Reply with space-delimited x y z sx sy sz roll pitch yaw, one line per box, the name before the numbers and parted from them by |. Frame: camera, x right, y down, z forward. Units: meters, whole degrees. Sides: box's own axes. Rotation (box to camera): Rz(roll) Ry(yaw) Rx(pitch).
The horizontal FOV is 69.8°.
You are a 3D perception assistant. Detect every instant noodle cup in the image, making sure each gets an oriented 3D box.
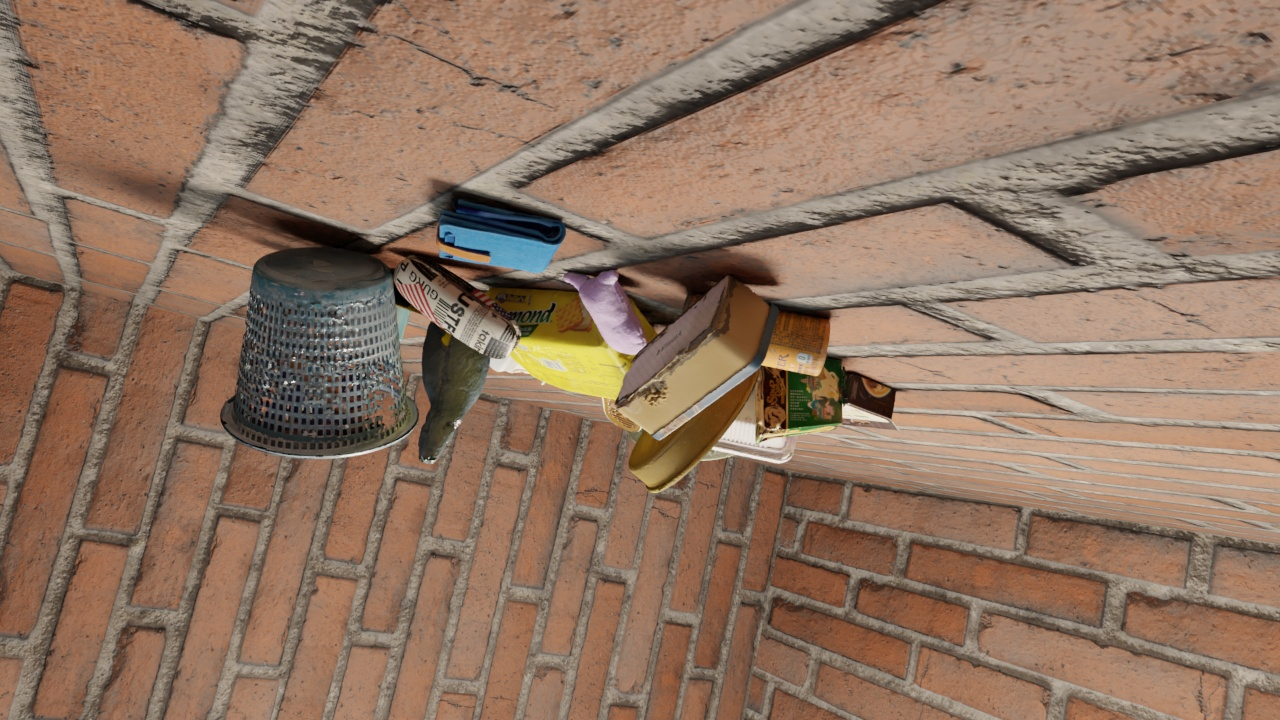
instant noodle cup | 0.148 0.067 1.333 0.173 0.137 0.060 12 138 12

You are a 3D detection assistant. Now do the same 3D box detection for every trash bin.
trash bin | -0.370 -0.021 1.074 0.226 0.195 0.226 8 -158 -3

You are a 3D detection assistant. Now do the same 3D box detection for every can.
can | 0.113 -0.026 0.915 0.146 0.058 0.058 11 172 7

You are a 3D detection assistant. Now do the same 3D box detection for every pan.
pan | 0.084 0.053 1.164 0.078 0.198 0.356 41 -160 -8

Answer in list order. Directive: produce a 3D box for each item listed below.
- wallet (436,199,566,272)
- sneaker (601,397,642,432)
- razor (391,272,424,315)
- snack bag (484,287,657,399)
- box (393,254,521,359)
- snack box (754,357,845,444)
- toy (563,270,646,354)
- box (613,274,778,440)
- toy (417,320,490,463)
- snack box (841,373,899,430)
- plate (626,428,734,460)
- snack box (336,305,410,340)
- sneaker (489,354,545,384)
wallet | -0.126 -0.106 0.812 0.106 0.040 0.133 10 172 -12
sneaker | -0.007 0.007 1.251 0.118 0.087 0.241 22 151 14
razor | -0.302 -0.086 1.178 0.167 0.062 0.067 16 -155 13
snack bag | -0.080 -0.016 1.107 0.247 0.068 0.158 7 152 34
box | -0.213 -0.058 1.050 0.164 0.060 0.072 32 157 1
snack box | 0.197 0.045 1.146 0.106 0.118 0.117 2 171 6
toy | -0.032 -0.048 0.951 0.084 0.038 0.108 8 138 48
box | 0.052 -0.003 0.851 0.062 0.089 0.185 37 138 -15
toy | -0.253 -0.003 1.243 0.091 0.138 0.355 18 -149 -17
snack box | 0.276 0.054 1.250 0.125 0.053 0.113 18 170 -40
plate | 0.090 0.089 1.466 0.230 0.027 0.229 -2 -153 1
snack box | -0.399 -0.085 1.251 0.052 0.074 0.174 6 170 43
sneaker | -0.162 -0.009 1.344 0.091 0.089 0.242 28 175 -3
